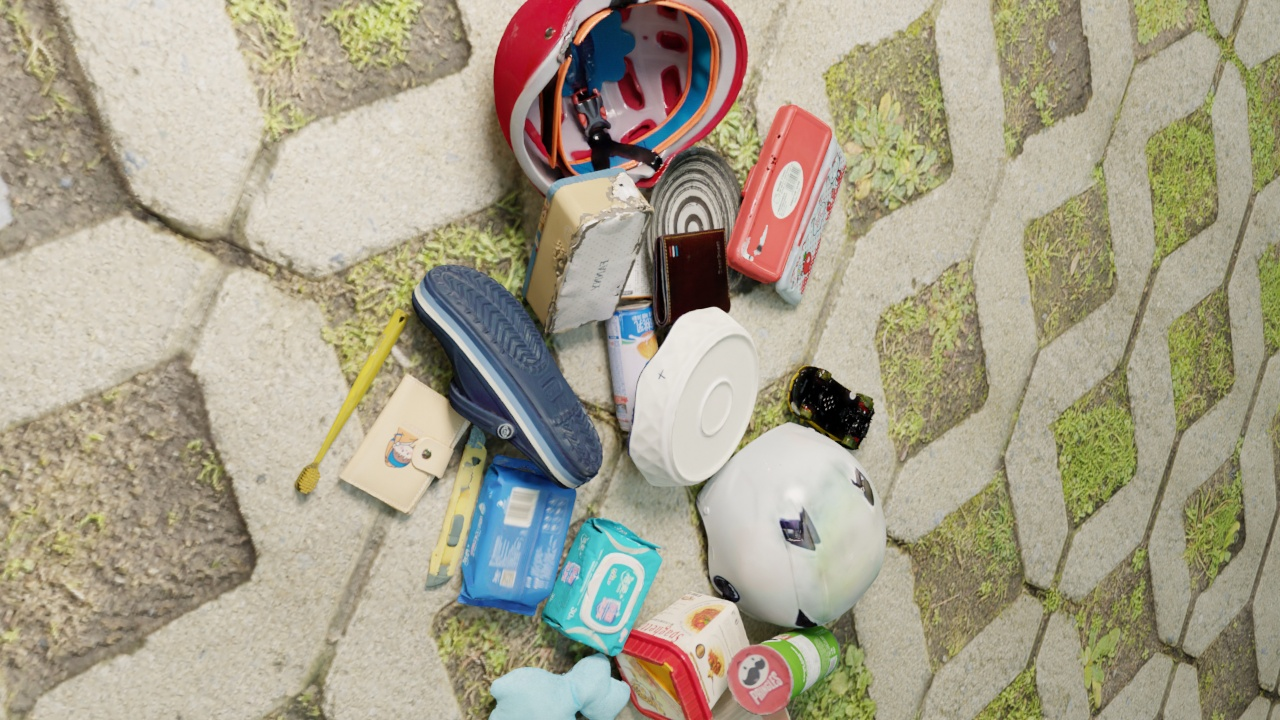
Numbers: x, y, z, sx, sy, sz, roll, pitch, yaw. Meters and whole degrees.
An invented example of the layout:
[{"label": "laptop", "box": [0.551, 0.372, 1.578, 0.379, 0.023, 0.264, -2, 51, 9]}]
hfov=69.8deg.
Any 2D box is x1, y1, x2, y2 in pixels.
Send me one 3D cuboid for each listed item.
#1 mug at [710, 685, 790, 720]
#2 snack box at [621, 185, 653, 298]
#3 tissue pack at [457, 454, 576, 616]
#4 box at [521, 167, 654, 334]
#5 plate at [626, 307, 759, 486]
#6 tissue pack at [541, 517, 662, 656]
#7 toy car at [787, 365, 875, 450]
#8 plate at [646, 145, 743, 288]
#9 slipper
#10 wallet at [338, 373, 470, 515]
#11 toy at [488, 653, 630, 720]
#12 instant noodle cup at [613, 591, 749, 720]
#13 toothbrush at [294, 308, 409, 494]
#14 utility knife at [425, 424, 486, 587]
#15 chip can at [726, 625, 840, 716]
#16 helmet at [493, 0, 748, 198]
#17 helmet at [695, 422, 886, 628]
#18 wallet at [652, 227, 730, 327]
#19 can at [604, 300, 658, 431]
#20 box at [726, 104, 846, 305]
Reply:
[{"label": "mug", "box": [0.112, 0.445, 1.101, 0.105, 0.081, 0.115, -27, 139, -25]}, {"label": "snack box", "box": [-0.013, -0.143, 0.979, 0.075, 0.026, 0.154, -4, 98, -32]}, {"label": "tissue pack", "box": [-0.126, 0.178, 0.930, 0.095, 0.052, 0.157, 16, 87, -30]}, {"label": "box", "box": [-0.055, -0.097, 0.883, 0.089, 0.185, 0.062, -17, 63, -31]}, {"label": "plate", "box": [0.066, 0.045, 0.990, 0.204, 0.046, 0.205, -31, 130, -45]}, {"label": "tissue pack", "box": [-0.039, 0.242, 0.993, 0.093, 0.050, 0.133, 29, 80, -30]}, {"label": "toy car", "box": [0.237, 0.057, 1.148, 0.155, 0.041, 0.071, 31, 79, -32]}, {"label": "plate", "box": [0.058, -0.144, 1.007, 0.179, 0.024, 0.179, -13, 107, -48]}, {"label": "slipper", "box": [-0.133, 0.022, 0.889, 0.095, 0.105, 0.253, -33, 101, 19]}, {"label": "wallet", "box": [-0.220, 0.083, 0.878, 0.087, 0.024, 0.115, 38, 75, -31]}, {"label": "toy", "box": [-0.092, 0.371, 0.975, 0.156, 0.050, 0.161, -41, 118, -20]}, {"label": "instant noodle cup", "box": [0.052, 0.331, 1.031, 0.124, 0.117, 0.117, -34, 112, -38]}, {"label": "toothbrush", "box": [-0.265, 0.037, 0.848, 0.015, 0.017, 0.190, 34, 78, -31]}, {"label": "utility knife", "box": [-0.182, 0.146, 0.917, 0.031, 0.018, 0.167, 17, 82, -38]}, {"label": "chip can", "box": [0.172, 0.351, 1.060, 0.235, 0.072, 0.072, 20, 84, -64]}, {"label": "helmet", "box": [-0.034, -0.273, 0.866, 0.239, 0.144, 0.207, -27, 142, -16]}, {"label": "helmet", "box": [0.203, 0.209, 1.083, 0.228, 0.146, 0.259, -27, 109, -27]}, {"label": "wallet", "box": [0.057, -0.090, 0.982, 0.122, 0.020, 0.096, -15, 108, -50]}, {"label": "can", "box": [-0.006, 0.006, 0.984, 0.053, 0.053, 0.134, -13, 103, -30]}, {"label": "box", "box": [0.181, -0.178, 1.073, 0.161, 0.059, 0.201, 24, 83, -43]}]
